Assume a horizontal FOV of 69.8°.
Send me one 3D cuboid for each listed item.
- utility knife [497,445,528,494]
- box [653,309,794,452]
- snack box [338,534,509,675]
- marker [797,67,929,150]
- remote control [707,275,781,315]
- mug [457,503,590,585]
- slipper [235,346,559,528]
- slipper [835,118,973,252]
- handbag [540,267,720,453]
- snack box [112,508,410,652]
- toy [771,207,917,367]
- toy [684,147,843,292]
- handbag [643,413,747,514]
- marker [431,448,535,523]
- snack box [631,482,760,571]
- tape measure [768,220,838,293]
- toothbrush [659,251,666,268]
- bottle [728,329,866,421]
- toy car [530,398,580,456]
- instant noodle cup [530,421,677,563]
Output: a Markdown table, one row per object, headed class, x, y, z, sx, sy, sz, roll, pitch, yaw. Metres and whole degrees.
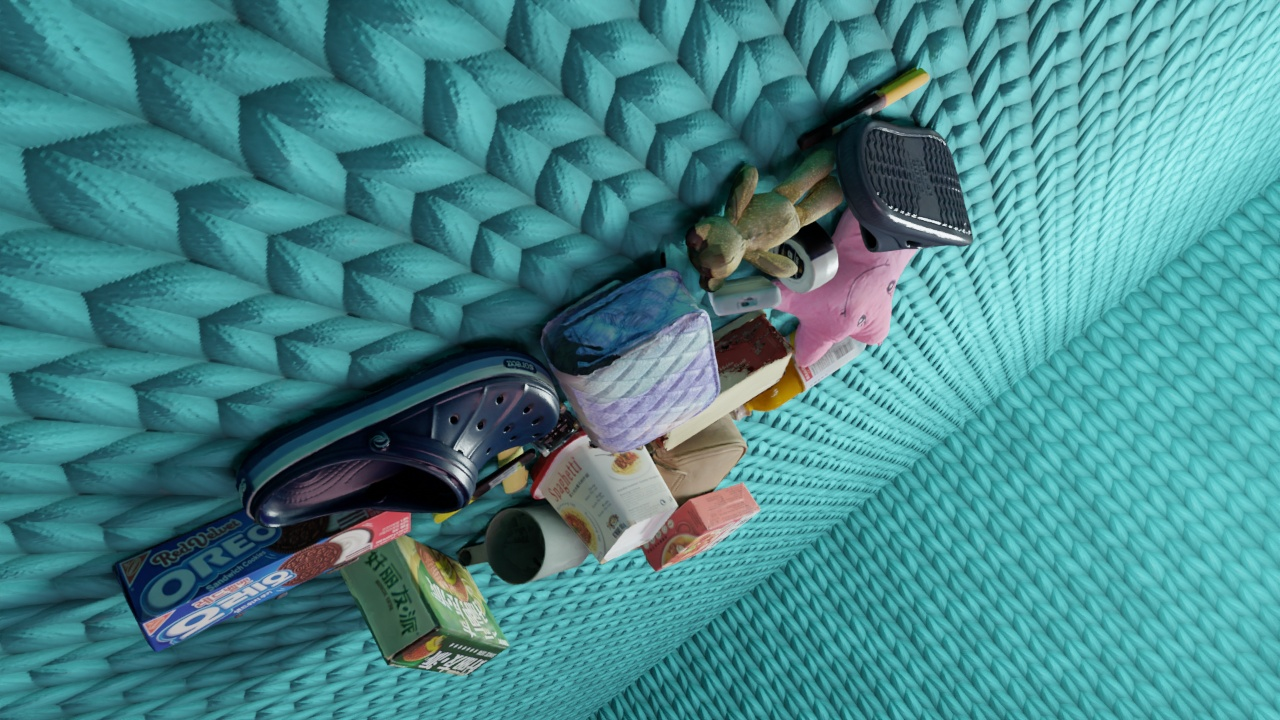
| class | x | y | z | sx | sy | sz | roll | pitch | yaw |
| --- | --- | --- | --- | --- | --- | --- | --- | --- | --- |
| utility knife | -0.125 | 0.099 | 0.903 | 0.030 | 0.018 | 0.152 | -32 | 160 | -21 |
| box | 0.081 | 0.026 | 0.975 | 0.168 | 0.079 | 0.091 | -30 | 158 | -16 |
| snack box | -0.218 | 0.257 | 0.951 | 0.063 | 0.114 | 0.240 | -34 | 157 | -6 |
| marker | 0.180 | -0.204 | 0.746 | 0.123 | 0.015 | 0.018 | -31 | 157 | -6 |
| remote control | 0.088 | -0.057 | 0.799 | 0.056 | 0.020 | 0.136 | -11 | -171 | 3 |
| mug | -0.130 | 0.210 | 1.053 | 0.124 | 0.083 | 0.103 | -17 | 170 | 28 |
| slipper | -0.163 | 0.068 | 0.683 | 0.252 | 0.095 | 0.105 | -19 | 155 | -30 |
| slipper | 0.223 | -0.152 | 0.827 | 0.083 | 0.110 | 0.267 | -14 | 174 | 37 |
| handbag | -0.005 | 0.005 | 0.803 | 0.134 | 0.075 | 0.194 | -29 | 153 | -7 |
| snack box | -0.281 | 0.143 | 0.704 | 0.207 | 0.057 | 0.058 | -23 | 152 | -28 |
| toy | 0.223 | -0.078 | 0.943 | 0.194 | 0.074 | 0.178 | -44 | 132 | -3 |
| toy | 0.103 | -0.120 | 0.751 | 0.157 | 0.066 | 0.105 | -34 | 126 | -16 |
| handbag | 0.029 | 0.129 | 1.093 | 0.147 | 0.099 | 0.205 | -8 | 146 | -36 |
| marker | -0.152 | 0.120 | 0.888 | 0.124 | 0.015 | 0.018 | -34 | 152 | 10 |
| snack box | 0.064 | 0.206 | 1.107 | 0.113 | 0.044 | 0.127 | -8 | 150 | -49 |
| tape measure | 0.149 | -0.096 | 0.846 | 0.033 | 0.066 | 0.066 | -29 | 157 | -22 |
| toothbrush | 0.016 | -0.043 | 0.828 | 0.016 | 0.014 | 0.189 | -19 | 155 | -10 |
| bottle | 0.181 | 0.007 | 1.099 | 0.189 | 0.068 | 0.068 | -33 | 158 | -8 |
| toy car | -0.087 | 0.058 | 0.850 | 0.049 | 0.031 | 0.105 | -39 | 160 | -5 |
| instant noodle cup | -0.035 | 0.133 | 0.957 | 0.116 | 0.124 | 0.117 | -17 | 151 | -41 |
